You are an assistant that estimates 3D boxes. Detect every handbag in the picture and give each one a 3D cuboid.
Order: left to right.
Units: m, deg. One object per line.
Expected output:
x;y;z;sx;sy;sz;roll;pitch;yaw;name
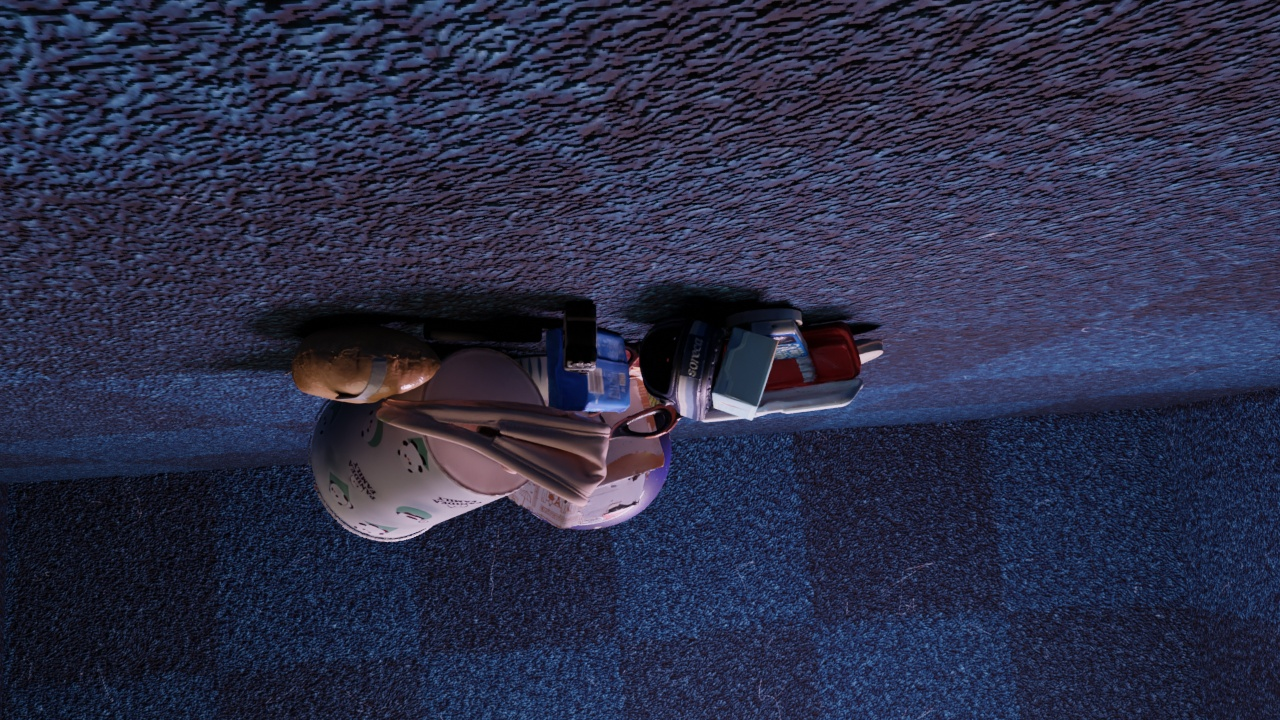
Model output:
-0.162;0.077;0.975;0.234;0.093;0.193;18;175;-21;handbag

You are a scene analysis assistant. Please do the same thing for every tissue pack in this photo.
-0.060;0.013;1.053;0.052;0.095;0.157;-6;173;24;tissue pack

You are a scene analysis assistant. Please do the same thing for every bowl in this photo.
-0.141;0.035;1.249;0.116;0.066;0.116;-4;171;-1;bowl

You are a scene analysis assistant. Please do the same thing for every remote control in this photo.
0.157;-0.024;1.032;0.049;0.024;0.125;-6;167;16;remote control

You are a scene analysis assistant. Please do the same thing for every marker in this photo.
-0.164;-0.030;0.969;0.131;0.020;0.022;2;153;-35;marker

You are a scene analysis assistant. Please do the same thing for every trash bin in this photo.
-0.263;0.103;1.175;0.229;0.229;0.253;4;163;-43;trash bin

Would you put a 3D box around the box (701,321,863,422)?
0.163;0.025;1.120;0.202;0.095;0.101;-9;-151;31;box

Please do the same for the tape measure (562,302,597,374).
-0.061;-0.020;0.919;0.033;0.065;0.066;1;169;-7;tape measure

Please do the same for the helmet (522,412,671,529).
-0.106;0.156;1.507;0.316;0.240;0.247;-4;170;7;helmet

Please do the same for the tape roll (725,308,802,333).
0.138;-0.044;1.030;0.086;0.014;0.086;-4;171;-1;tape roll

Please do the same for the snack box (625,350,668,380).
-0.007;0.007;1.265;0.075;0.025;0.152;-10;170;34;snack box

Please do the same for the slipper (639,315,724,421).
0.042;0.006;1.014;0.095;0.105;0.253;16;178;3;slipper

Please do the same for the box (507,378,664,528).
-0.070;0.111;1.250;0.154;0.185;0.182;21;-164;34;box

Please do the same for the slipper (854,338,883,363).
0.188;0.003;1.224;0.275;0.054;0.114;-17;169;31;slipper

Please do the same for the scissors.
-0.041;0.076;1.140;0.226;0.189;0.015;-9;175;10;scissors

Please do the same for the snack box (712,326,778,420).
0.113;0.018;1.011;0.051;0.074;0.175;18;174;8;snack box

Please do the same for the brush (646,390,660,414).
-0.017;0.041;1.387;0.145;0.063;0.073;7;-163;-46;brush

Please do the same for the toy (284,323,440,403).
-0.301;0.011;0.978;0.143;0.082;0.226;10;169;-23;toy
